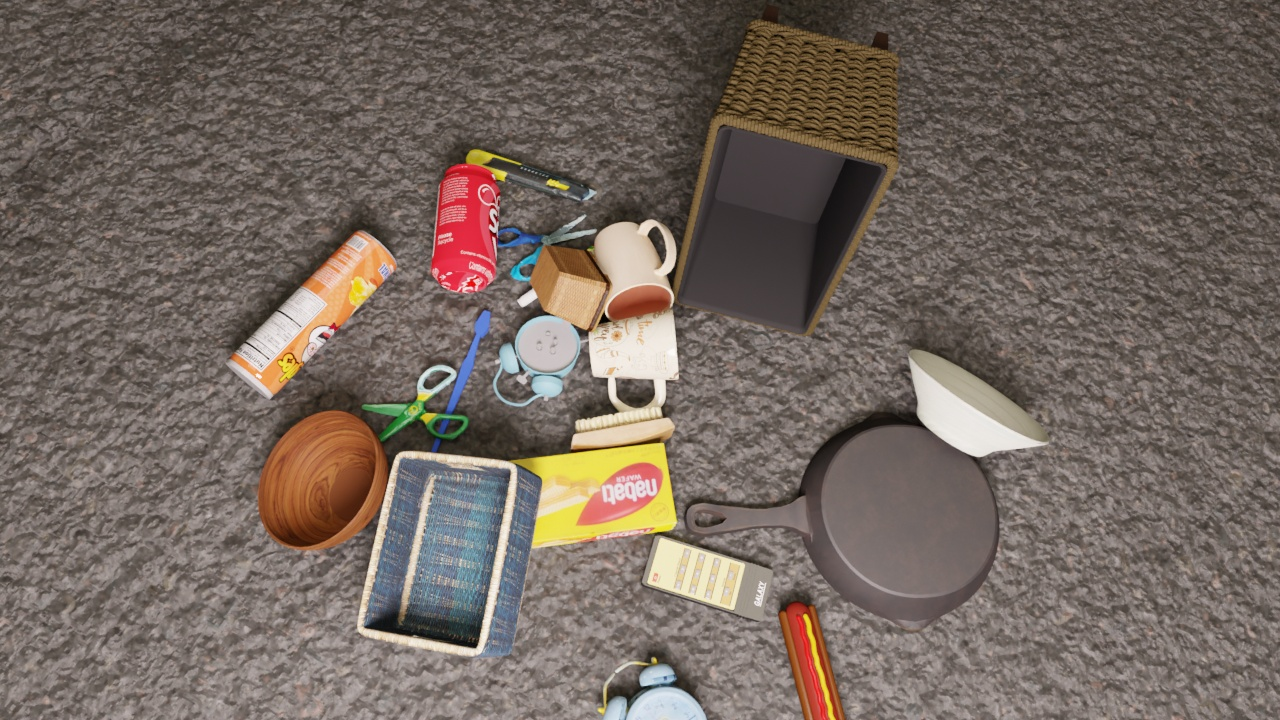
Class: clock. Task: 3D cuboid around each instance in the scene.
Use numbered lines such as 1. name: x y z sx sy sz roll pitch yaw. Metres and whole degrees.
1. clock: 0.015 0.358 0.913 0.088 0.052 0.124 -38 75 -15
2. clock: -0.119 0.001 1.055 0.087 0.042 0.123 36 68 10

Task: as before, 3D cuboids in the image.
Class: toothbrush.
1. toothbrush: -0.207 0.027 1.057 0.016 0.011 0.186 16 71 3

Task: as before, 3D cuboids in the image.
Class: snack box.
1. snack box: -0.066 0.149 0.998 0.200 0.042 0.092 -6 70 -6

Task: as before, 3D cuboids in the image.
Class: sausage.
1. sausage: 0.178 0.326 0.944 0.040 0.040 0.155 -10 69 -8

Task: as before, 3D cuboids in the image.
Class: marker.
1. marker: -0.094 -0.106 1.115 0.132 0.014 0.014 -37 75 -17

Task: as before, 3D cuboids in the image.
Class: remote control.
1. remote control: 0.072 0.235 0.988 0.133 0.013 0.058 16 68 3

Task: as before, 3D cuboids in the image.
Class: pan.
1. pan: 0.227 0.168 1.009 0.356 0.043 0.248 -1 68 -4

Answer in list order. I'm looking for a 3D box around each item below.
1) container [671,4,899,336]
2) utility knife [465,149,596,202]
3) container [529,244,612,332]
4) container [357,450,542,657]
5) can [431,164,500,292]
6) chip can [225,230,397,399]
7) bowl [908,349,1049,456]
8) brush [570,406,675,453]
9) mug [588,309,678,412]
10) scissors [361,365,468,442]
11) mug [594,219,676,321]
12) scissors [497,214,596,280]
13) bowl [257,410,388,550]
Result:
1. container: 0.159 -0.209 1.019 0.176 0.322 0.204 15 61 2
2. utility knife: -0.138 -0.232 1.162 0.171 0.020 0.028 17 69 2
3. container: -0.082 -0.087 1.046 0.061 0.063 0.114 15 22 -26
4. container: -0.188 0.193 0.924 0.145 0.071 0.187 3 74 20
5. can: -0.207 -0.157 1.095 0.074 0.074 0.142 1 68 -4
6. chip can: -0.372 -0.054 1.049 0.062 0.062 0.210 35 70 10
7. bowl: 0.364 0.060 1.031 0.177 0.176 0.058 33 110 9
8. brush: -0.022 0.080 1.025 0.117 0.049 0.039 -8 71 -7
9. mug: -0.006 0.006 1.055 0.097 0.081 0.122 -5 95 2
10. scissors: -0.254 0.050 1.037 0.129 0.012 0.119 6 68 5
11. mug: -0.003 -0.114 1.077 0.085 0.112 0.104 14 48 -42
12. scissors: -0.120 -0.158 1.135 0.134 0.016 0.086 -37 73 -18
13. bowl: -0.319 0.132 0.965 0.147 0.069 0.147 -9 64 19
